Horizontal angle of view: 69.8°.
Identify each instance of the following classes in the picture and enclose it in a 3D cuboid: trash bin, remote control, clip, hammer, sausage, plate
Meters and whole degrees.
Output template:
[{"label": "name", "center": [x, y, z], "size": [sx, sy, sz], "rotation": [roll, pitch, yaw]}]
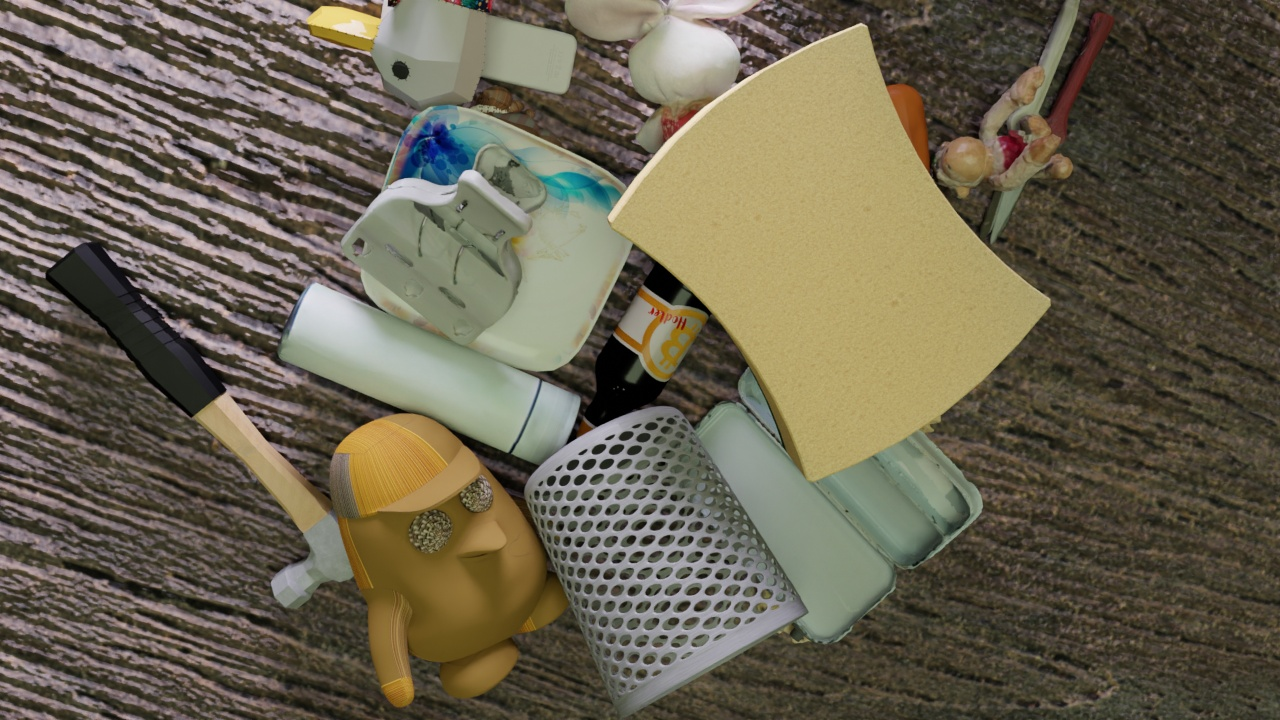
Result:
[{"label": "trash bin", "center": [0.012, 0.147, 0.696], "size": [0.156, 0.156, 0.183], "rotation": [-30, 71, 2]}, {"label": "remote control", "center": [-0.123, -0.240, 0.696], "size": [0.146, 0.008, 0.045], "rotation": [11, 103, -7]}, {"label": "clip", "center": [-0.134, -0.088, 0.669], "size": [0.124, 0.074, 0.144], "rotation": [38, 120, -20]}, {"label": "hammer", "center": [-0.333, 0.046, 0.732], "size": [0.131, 0.039, 0.328], "rotation": [-38, 103, 3]}, {"label": "sausage", "center": [0.208, -0.136, 0.735], "size": [0.044, 0.039, 0.164], "rotation": [-3, 104, 2]}, {"label": "plate", "center": [-0.110, -0.089, 0.706], "size": [0.187, 0.016, 0.187], "rotation": [23, 118, -10]}]

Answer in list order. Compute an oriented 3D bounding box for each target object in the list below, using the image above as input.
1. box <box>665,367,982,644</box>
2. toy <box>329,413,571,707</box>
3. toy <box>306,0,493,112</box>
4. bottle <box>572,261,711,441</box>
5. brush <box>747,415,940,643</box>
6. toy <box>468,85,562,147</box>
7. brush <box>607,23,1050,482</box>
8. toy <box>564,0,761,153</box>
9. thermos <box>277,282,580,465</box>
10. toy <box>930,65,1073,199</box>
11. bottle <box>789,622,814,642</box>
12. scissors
[{"label": "box", "center": [0.137, 0.095, 0.728], "size": [0.210, 0.061, 0.193], "rotation": [47, 119, 22]}, {"label": "toy", "center": [-0.152, 0.132, 0.700], "size": [0.163, 0.198, 0.203], "rotation": [-11, 113, 43]}, {"label": "toy", "center": [-0.098, -0.299, 0.620], "size": [0.246, 0.140, 0.268], "rotation": [8, 110, -3]}, {"label": "bottle", "center": [-0.004, 0.004, 0.739], "size": [0.059, 0.059, 0.182], "rotation": [30, 99, -11]}, {"label": "brush", "center": [0.173, 0.114, 0.783], "size": [0.083, 0.056, 0.271], "rotation": [21, 101, -12]}, {"label": "toy", "center": [-0.093, -0.168, 0.699], "size": [0.102, 0.042, 0.054], "rotation": [32, 60, -21]}, {"label": "brush", "center": [0.120, -0.068, 0.614], "size": [0.195, 0.075, 0.250], "rotation": [-38, 101, 5]}, {"label": "toy", "center": [0.038, -0.203, 0.685], "size": [0.159, 0.084, 0.194], "rotation": [-11, 108, 17]}, {"label": "thermos", "center": [-0.162, 0.014, 0.724], "size": [0.230, 0.068, 0.068], "rotation": [25, 100, -10]}, {"label": "toy", "center": [0.274, -0.168, 0.718], "size": [0.106, 0.074, 0.085], "rotation": [-18, 67, 34]}, {"label": "bottle", "center": [0.167, 0.179, 0.748], "size": [0.040, 0.040, 0.130], "rotation": [37, 98, -12]}, {"label": "scissors", "center": [0.329, -0.191, 0.746], "size": [0.146, 0.015, 0.188], "rotation": [-14, 106, -2]}]
